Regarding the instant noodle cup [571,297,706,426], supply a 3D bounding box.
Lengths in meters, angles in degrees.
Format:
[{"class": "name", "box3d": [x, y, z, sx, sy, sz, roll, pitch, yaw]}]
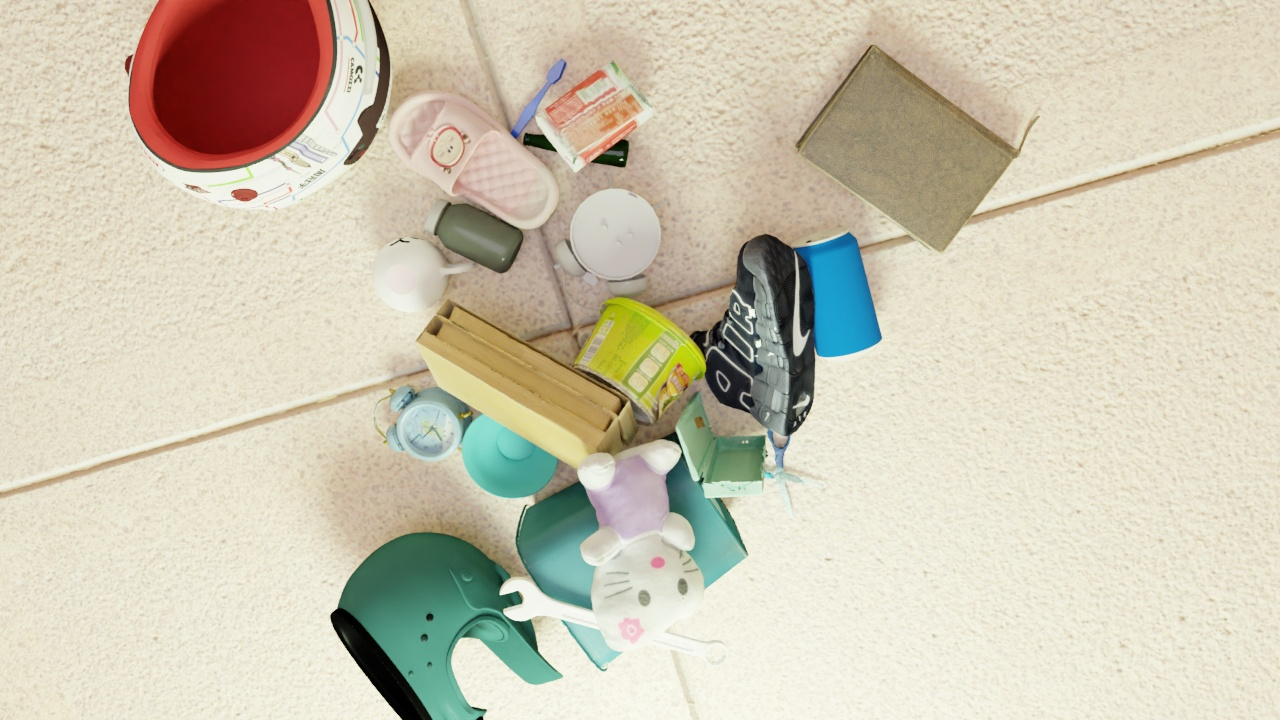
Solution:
[{"class": "instant noodle cup", "box3d": [-0.006, 0.006, 1.069, 0.146, 0.146, 0.097, 37, 75, -6]}]

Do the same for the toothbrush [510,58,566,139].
[{"class": "toothbrush", "box3d": [-0.144, -0.275, 1.085, 0.016, 0.011, 0.187, 36, 103, -6]}]

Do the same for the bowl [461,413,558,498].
[{"class": "bowl", "box3d": [-0.162, 0.111, 1.166, 0.121, 0.046, 0.121, 1, 104, 3]}]

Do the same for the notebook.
[{"class": "notebook", "box3d": [0.318, -0.255, 1.051, 0.215, 0.034, 0.190, 35, 102, -5]}]

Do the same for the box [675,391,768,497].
[{"class": "box", "box3d": [0.098, 0.093, 1.069, 0.078, 0.187, 0.112, -25, 93, 12]}]

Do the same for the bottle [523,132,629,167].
[{"class": "bottle", "box3d": [-0.076, -0.251, 1.077, 0.123, 0.033, 0.033, 9, 104, 2]}]

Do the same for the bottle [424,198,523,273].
[{"class": "bottle", "box3d": [-0.198, -0.151, 1.095, 0.108, 0.060, 0.060, 26, 104, -3]}]

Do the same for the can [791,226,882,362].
[{"class": "can", "box3d": [0.230, -0.076, 1.078, 0.079, 0.078, 0.146, -16, 103, 7]}]

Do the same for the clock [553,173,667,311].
[{"class": "clock", "box3d": [-0.036, -0.133, 1.090, 0.120, 0.061, 0.159, 25, 103, -3]}]

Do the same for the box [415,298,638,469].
[{"class": "box", "box3d": [-0.128, 0.031, 1.062, 0.249, 0.128, 0.091, 28, 65, 15]}]

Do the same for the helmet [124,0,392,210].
[{"class": "helmet", "box3d": [-0.385, -0.301, 0.976, 0.315, 0.235, 0.231, -38, 95, 19]}]

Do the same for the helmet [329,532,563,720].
[{"class": "helmet", "box3d": [-0.238, 0.338, 1.152, 0.275, 0.199, 0.177, 50, 146, 4]}]

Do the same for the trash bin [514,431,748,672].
[{"class": "trash bin", "box3d": [-0.005, 0.217, 1.118, 0.219, 0.199, 0.196, -33, 100, 4]}]

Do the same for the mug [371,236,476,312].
[{"class": "mug", "box3d": [-0.260, -0.105, 1.102, 0.124, 0.076, 0.090, -6, 104, 5]}]

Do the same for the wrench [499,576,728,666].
[{"class": "wrench", "box3d": [-0.027, 0.298, 1.031, 0.273, 0.009, 0.047, 18, 95, -11]}]

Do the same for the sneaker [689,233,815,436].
[{"class": "sneaker", "box3d": [0.118, -0.037, 1.072, 0.151, 0.097, 0.253, 12, 127, 33]}]

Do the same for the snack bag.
[{"class": "snack bag", "box3d": [-0.053, -0.278, 1.045, 0.116, 0.036, 0.077, -38, 83, -5]}]

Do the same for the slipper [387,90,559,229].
[{"class": "slipper", "box3d": [-0.193, -0.235, 1.071, 0.221, 0.055, 0.107, 33, 104, 1]}]

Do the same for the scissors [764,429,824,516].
[{"class": "scissors", "box3d": [0.176, 0.136, 1.169, 0.127, 0.014, 0.127, 17, 103, 0]}]

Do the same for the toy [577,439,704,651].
[{"class": "toy", "box3d": [-0.007, 0.196, 0.980, 0.137, 0.086, 0.209, -10, 90, -29]}]

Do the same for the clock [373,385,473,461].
[{"class": "clock", "box3d": [-0.276, 0.079, 1.162, 0.124, 0.051, 0.089, 12, 106, 0]}]
